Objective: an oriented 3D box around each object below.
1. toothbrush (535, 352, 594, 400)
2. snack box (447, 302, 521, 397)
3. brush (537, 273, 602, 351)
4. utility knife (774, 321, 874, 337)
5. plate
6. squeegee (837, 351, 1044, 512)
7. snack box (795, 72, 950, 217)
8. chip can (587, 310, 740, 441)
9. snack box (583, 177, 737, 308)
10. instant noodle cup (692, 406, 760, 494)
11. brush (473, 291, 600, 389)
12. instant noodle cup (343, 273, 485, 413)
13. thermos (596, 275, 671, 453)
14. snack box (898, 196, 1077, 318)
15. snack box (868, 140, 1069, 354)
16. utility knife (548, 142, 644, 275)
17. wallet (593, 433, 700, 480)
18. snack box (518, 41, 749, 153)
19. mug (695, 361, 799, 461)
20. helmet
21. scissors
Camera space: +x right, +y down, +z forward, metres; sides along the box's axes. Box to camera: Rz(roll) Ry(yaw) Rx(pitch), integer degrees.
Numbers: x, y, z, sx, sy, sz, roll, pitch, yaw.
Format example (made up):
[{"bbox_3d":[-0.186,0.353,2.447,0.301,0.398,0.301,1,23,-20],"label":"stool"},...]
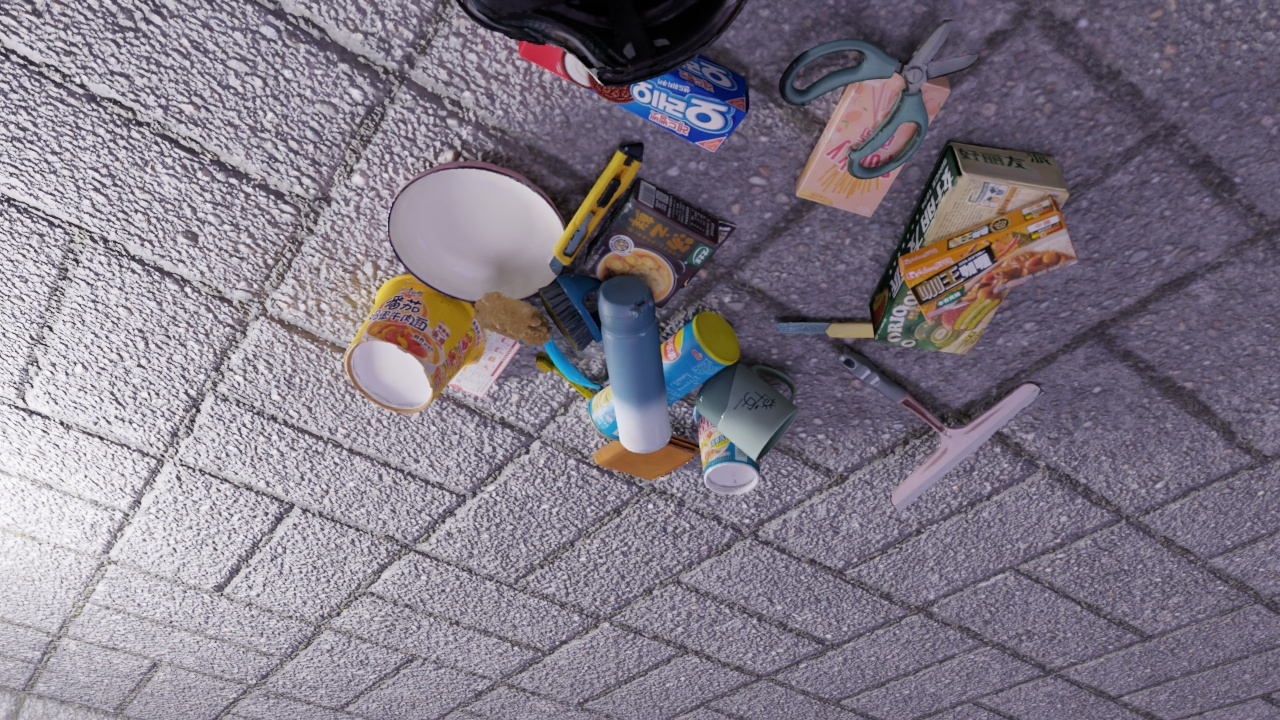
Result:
[{"bbox_3d":[-0.070,0.047,1.201,0.016,0.016,0.190,-26,131,30],"label":"toothbrush"},{"bbox_3d":[-0.197,-0.016,1.130,0.077,0.027,0.156,23,135,-21],"label":"snack box"},{"bbox_3d":[-0.065,-0.058,1.033,0.073,0.055,0.144,-33,160,-3],"label":"brush"},{"bbox_3d":[0.264,-0.036,1.084,0.212,0.022,0.031,-3,138,-3],"label":"utility knife"},{"bbox_3d":[-0.170,-0.139,0.979,0.192,0.039,0.193,2,139,1],"label":"plate"},{"bbox_3d":[0.335,0.051,1.165,0.249,0.040,0.248,34,115,-23],"label":"squeegee"},{"bbox_3d":[0.219,-0.212,0.882,0.084,0.026,0.158,13,137,-10],"label":"snack box"},{"bbox_3d":[0.025,0.022,1.128,0.071,0.071,0.211,30,133,-27],"label":"chip can"},{"bbox_3d":[0.021,-0.121,0.985,0.125,0.053,0.114,26,134,-17],"label":"snack box"},{"bbox_3d":[0.118,0.111,1.192,0.099,0.109,0.099,2,138,1],"label":"instant noodle cup"},{"bbox_3d":[-0.109,-0.013,1.077,0.083,0.045,0.254,13,163,27],"label":"brush"},{"bbox_3d":[-0.264,-0.014,1.051,0.138,0.109,0.138,10,131,11],"label":"instant noodle cup"},{"bbox_3d":[-0.006,0.006,1.030,0.070,0.070,0.221,-3,130,7],"label":"thermos"},{"bbox_3d":[0.342,-0.099,0.906,0.154,0.026,0.075,-22,132,24],"label":"snack box"},{"bbox_3d":[0.335,-0.110,0.964,0.114,0.063,0.241,7,139,-4],"label":"snack box"},{"bbox_3d":[-0.047,-0.152,0.938,0.033,0.015,0.171,14,123,-40],"label":"utility knife"},{"bbox_3d":[0.011,0.128,1.263,0.107,0.031,0.132,20,150,-22],"label":"wallet"},{"bbox_3d":[-0.002,-0.261,0.817,0.207,0.057,0.058,21,138,-20],"label":"snack box"},{"bbox_3d":[0.137,0.050,1.131,0.106,0.111,0.082,40,158,18],"label":"mug"},{"bbox_3d":[-0.034,-0.345,0.651,0.274,0.156,0.231,28,136,-11],"label":"helmet"},{"bbox_3d":[0.200,-0.240,0.817,0.181,0.019,0.171,16,138,-12],"label":"scissors"}]
